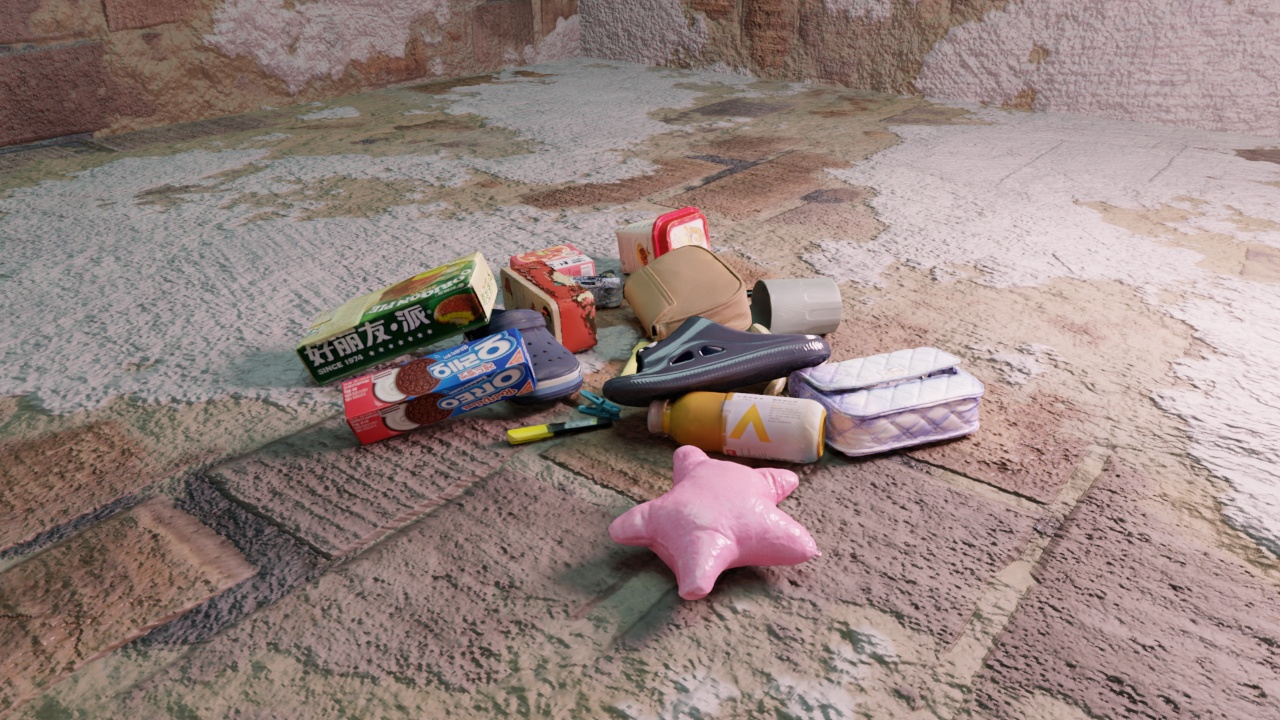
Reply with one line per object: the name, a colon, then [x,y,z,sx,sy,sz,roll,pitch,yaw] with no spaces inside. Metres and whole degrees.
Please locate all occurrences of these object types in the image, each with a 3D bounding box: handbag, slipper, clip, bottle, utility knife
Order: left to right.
slipper: [-0.152,-0.025,1.158,0.105,0.095,0.253,-17,28,-25]
clip: [-0.048,0.055,1.075,0.055,0.038,0.013,22,33,20]
utility knife: [-0.007,0.007,1.178,0.031,0.018,0.151,3,24,16]
handbag: [0.065,-0.079,1.264,0.147,0.100,0.204,-21,30,-6]
slipper: [0.082,-0.007,1.051,0.268,0.083,0.111,-11,-14,-9]
bottle: [0.102,0.069,0.990,0.190,0.068,0.067,5,26,16]
handbag: [0.282,0.039,1.042,0.193,0.076,0.134,-9,25,-20]

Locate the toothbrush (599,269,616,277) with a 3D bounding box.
toothbrush: [-0.107,-0.109,1.417,0.188,0.017,0.014,-25,26,-38]

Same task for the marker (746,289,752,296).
marker: [0.216,-0.105,1.409,0.124,0.015,0.018,-2,25,1]

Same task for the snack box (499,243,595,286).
snack box: [-0.147,-0.135,1.417,0.127,0.044,0.113,-16,27,-19]

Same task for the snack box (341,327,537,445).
snack box: [-0.223,0.028,1.022,0.207,0.057,0.058,-18,51,-5]

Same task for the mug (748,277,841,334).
mug: [0.210,-0.073,1.283,0.103,0.083,0.124,-5,2,-11]

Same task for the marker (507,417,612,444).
marker: [-0.090,0.078,1.037,0.124,0.015,0.018,-7,28,-21]

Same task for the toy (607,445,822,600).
toy: [0.074,0.149,0.825,0.179,0.075,0.194,15,33,23]

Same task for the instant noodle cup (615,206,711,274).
instant noodle cup: [0.034,-0.181,1.468,0.124,0.117,0.116,8,25,45]

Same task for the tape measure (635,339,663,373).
tape measure: [0.025,0.010,1.113,0.034,0.066,0.065,19,34,38]

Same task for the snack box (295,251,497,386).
snack box: [-0.305,-0.055,1.162,0.240,0.063,0.114,-20,26,7]

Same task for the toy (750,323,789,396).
toy: [0.141,0.009,1.134,0.157,0.066,0.105,-5,59,0]

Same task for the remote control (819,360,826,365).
remote control: [0.175,-0.010,1.207,0.136,0.020,0.055,13,29,25]

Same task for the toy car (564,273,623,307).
toy car: [-0.077,-0.101,1.362,0.105,0.049,0.031,-1,24,-1]

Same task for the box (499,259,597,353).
box: [-0.121,-0.078,1.265,0.079,0.091,0.168,-19,32,-27]
